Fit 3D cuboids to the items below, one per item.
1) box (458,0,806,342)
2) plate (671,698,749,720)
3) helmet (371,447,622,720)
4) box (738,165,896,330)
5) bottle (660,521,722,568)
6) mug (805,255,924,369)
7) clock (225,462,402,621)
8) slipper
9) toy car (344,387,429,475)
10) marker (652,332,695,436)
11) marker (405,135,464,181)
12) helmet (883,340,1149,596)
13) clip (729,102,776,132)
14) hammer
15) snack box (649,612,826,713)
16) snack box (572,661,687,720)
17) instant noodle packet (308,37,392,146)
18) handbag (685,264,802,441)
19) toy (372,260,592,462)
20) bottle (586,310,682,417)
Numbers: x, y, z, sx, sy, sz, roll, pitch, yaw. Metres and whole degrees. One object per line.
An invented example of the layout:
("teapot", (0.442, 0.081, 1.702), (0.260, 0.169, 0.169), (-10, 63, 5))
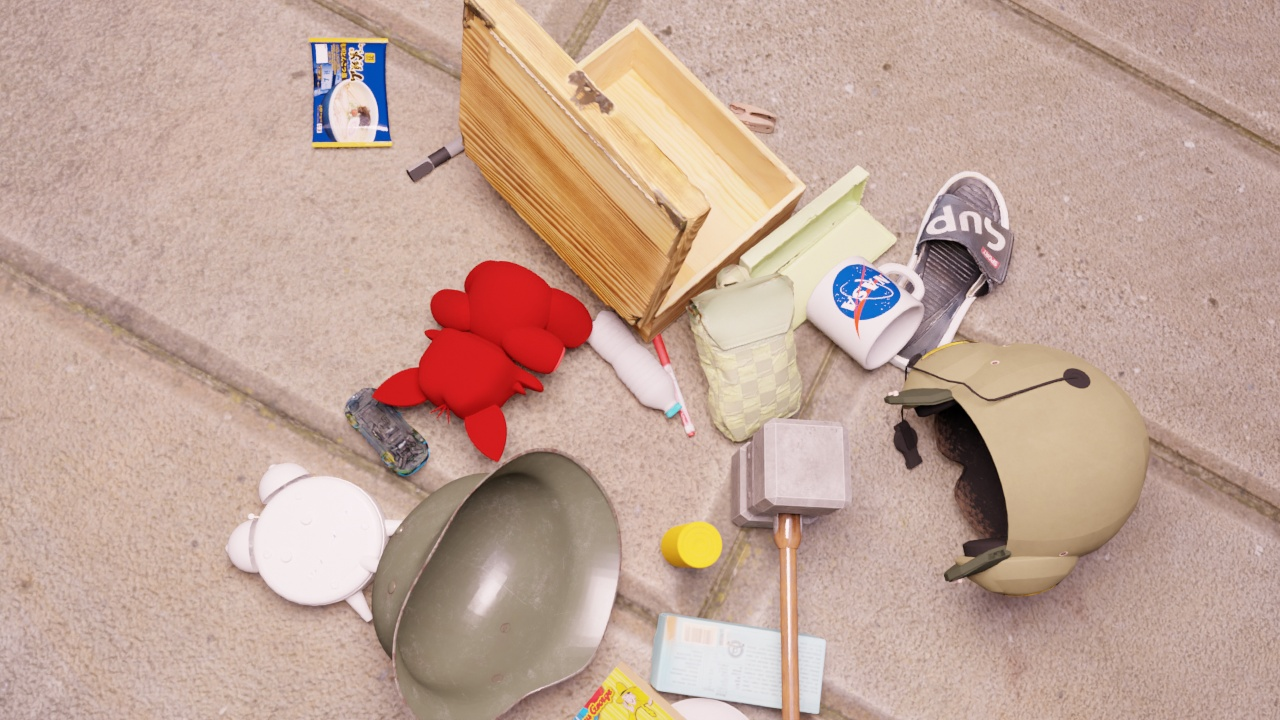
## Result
("box", (-0.014, -0.207, 0.899), (0.286, 0.337, 0.279), (-42, 83, -11))
("plate", (0.062, 0.409, 0.922), (0.134, 0.011, 0.134), (-1, 80, 7))
("helmet", (-0.160, 0.212, 0.874), (0.227, 0.154, 0.267), (54, 50, -32))
("box", (0.203, -0.128, 1.039), (0.187, 0.082, 0.098), (-41, 73, -13))
("bottle", (0.047, 0.186, 0.921), (0.043, 0.144, 0.043), (1, 78, -6))
("mug", (0.257, -0.062, 1.010), (0.121, 0.091, 0.090), (-37, 60, -13))
("clock", (-0.321, 0.179, 0.917), (0.161, 0.073, 0.125), (25, 76, -1))
("slipper", (0.360, -0.107, 1.063), (0.111, 0.063, 0.263), (33, 79, 1))
("toy car", (-0.266, 0.075, 0.967), (0.048, 0.032, 0.105), (-43, 80, -12))
("marker", (0.033, 0.017, 1.024), (0.012, 0.013, 0.142), (-18, 81, -10))
("marker", (-0.205, -0.249, 1.051), (0.140, 0.016, 0.016), (-36, 84, -12))
("helmet", (0.367, 0.097, 0.908), (0.233, 0.256, 0.250), (-16, 82, -6))
("clip", (0.133, -0.292, 1.096), (0.061, 0.026, 0.049), (-16, 76, -2))
("hammer", (0.145, 0.230, 0.898), (0.083, 0.163, 0.317), (4, 72, -6))
("snack box", (0.100, 0.311, 0.948), (0.174, 0.053, 0.075), (9, 77, -3))
("snack box", (-0.002, 0.377, 0.907), (0.126, 0.040, 0.088), (39, 87, 12))
("instant noodle packet", (-0.330, -0.306, 1.044), (0.087, 0.026, 0.134), (-3, 79, -10))
("handbag", (0.108, -0.012, 0.988), (0.113, 0.116, 0.187), (-16, 122, -7))
("toy", (-0.159, -0.009, 0.951), (0.158, 0.121, 0.196), (26, 71, 12))
("bottle", (-0.006, 0.006, 1.005), (0.044, 0.044, 0.136), (-40, 85, -13))
